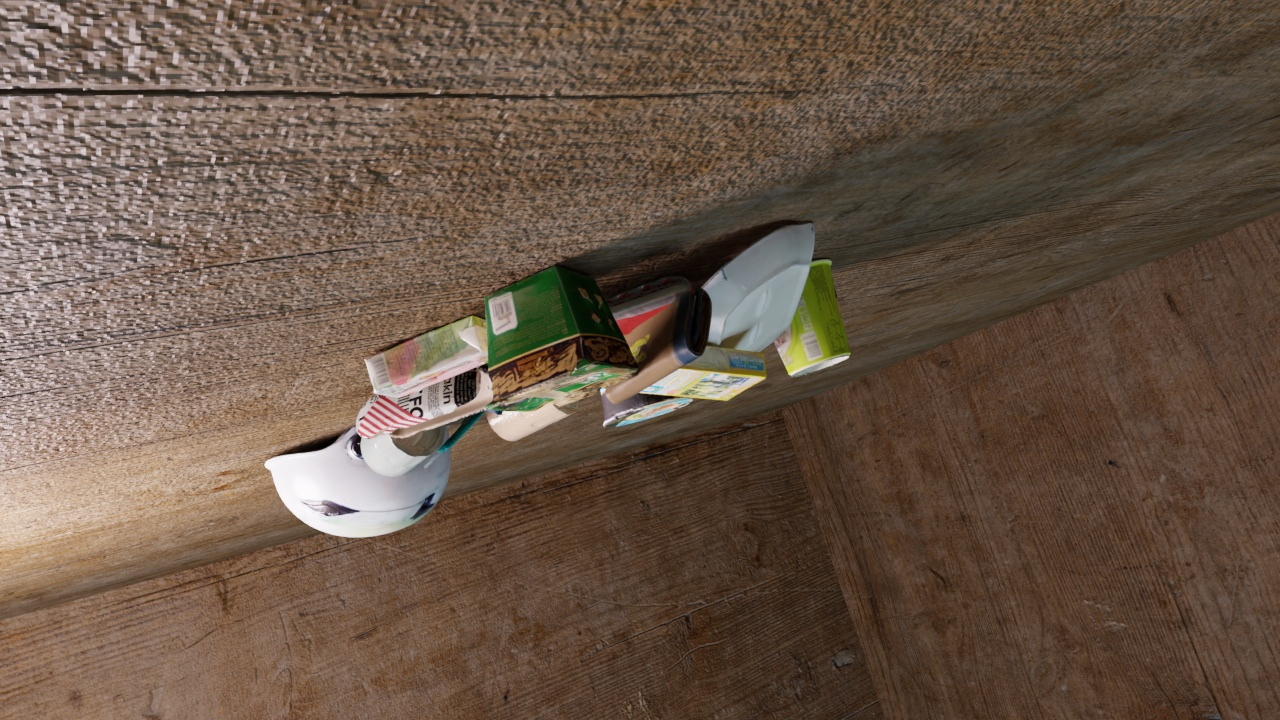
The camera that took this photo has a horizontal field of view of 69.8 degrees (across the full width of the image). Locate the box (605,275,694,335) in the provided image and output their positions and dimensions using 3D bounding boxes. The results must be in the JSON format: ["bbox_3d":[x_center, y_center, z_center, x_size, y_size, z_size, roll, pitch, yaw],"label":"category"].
[{"bbox_3d":[-0.036,-0.036,0.973,0.201,0.069,0.157,-20,163,8],"label":"box"}]

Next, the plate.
[{"bbox_3d":[0.119,-0.054,0.991,0.162,0.034,0.266,-32,162,-12],"label":"plate"}]

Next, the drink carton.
[{"bbox_3d":[-0.202,-0.001,0.901,0.123,0.045,0.053,-20,170,11],"label":"drink carton"}]

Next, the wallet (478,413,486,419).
[{"bbox_3d":[-0.204,0.057,1.351,0.101,0.020,0.115,-17,169,-10],"label":"wallet"}]

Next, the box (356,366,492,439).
[{"bbox_3d":[-0.246,0.057,1.077,0.162,0.075,0.086,-22,140,14],"label":"box"}]

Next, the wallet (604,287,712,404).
[{"bbox_3d":[0.017,-0.014,0.880,0.033,0.090,0.116,37,132,-24],"label":"wallet"}]

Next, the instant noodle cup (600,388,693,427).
[{"bbox_3d":[-0.006,0.006,1.085,0.111,0.120,0.111,-16,170,-3],"label":"instant noodle cup"}]

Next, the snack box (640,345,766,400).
[{"bbox_3d":[0.054,0.012,0.990,0.140,0.033,0.087,8,157,-22],"label":"snack box"}]

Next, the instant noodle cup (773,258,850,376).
[{"bbox_3d":[0.204,-0.048,1.142,0.111,0.123,0.112,-17,171,-3],"label":"instant noodle cup"}]

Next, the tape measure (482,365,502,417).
[{"bbox_3d":[-0.185,0.035,1.121,0.058,0.054,0.025,23,176,13],"label":"tape measure"}]

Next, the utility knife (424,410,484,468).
[{"bbox_3d":[-0.234,0.086,1.229,0.029,0.013,0.184,-24,-161,41],"label":"utility knife"}]

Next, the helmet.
[{"bbox_3d":[-0.397,0.184,1.339,0.258,0.146,0.230,-11,169,-35],"label":"helmet"}]

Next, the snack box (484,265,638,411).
[{"bbox_3d":[-0.080,-0.021,0.829,0.118,0.105,0.117,-22,168,20],"label":"snack box"}]

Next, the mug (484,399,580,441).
[{"bbox_3d":[-0.156,0.044,1.211,0.104,0.084,0.124,-24,143,29],"label":"mug"}]

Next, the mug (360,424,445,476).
[{"bbox_3d":[-0.299,0.090,1.214,0.123,0.083,0.104,-45,-172,-37],"label":"mug"}]
